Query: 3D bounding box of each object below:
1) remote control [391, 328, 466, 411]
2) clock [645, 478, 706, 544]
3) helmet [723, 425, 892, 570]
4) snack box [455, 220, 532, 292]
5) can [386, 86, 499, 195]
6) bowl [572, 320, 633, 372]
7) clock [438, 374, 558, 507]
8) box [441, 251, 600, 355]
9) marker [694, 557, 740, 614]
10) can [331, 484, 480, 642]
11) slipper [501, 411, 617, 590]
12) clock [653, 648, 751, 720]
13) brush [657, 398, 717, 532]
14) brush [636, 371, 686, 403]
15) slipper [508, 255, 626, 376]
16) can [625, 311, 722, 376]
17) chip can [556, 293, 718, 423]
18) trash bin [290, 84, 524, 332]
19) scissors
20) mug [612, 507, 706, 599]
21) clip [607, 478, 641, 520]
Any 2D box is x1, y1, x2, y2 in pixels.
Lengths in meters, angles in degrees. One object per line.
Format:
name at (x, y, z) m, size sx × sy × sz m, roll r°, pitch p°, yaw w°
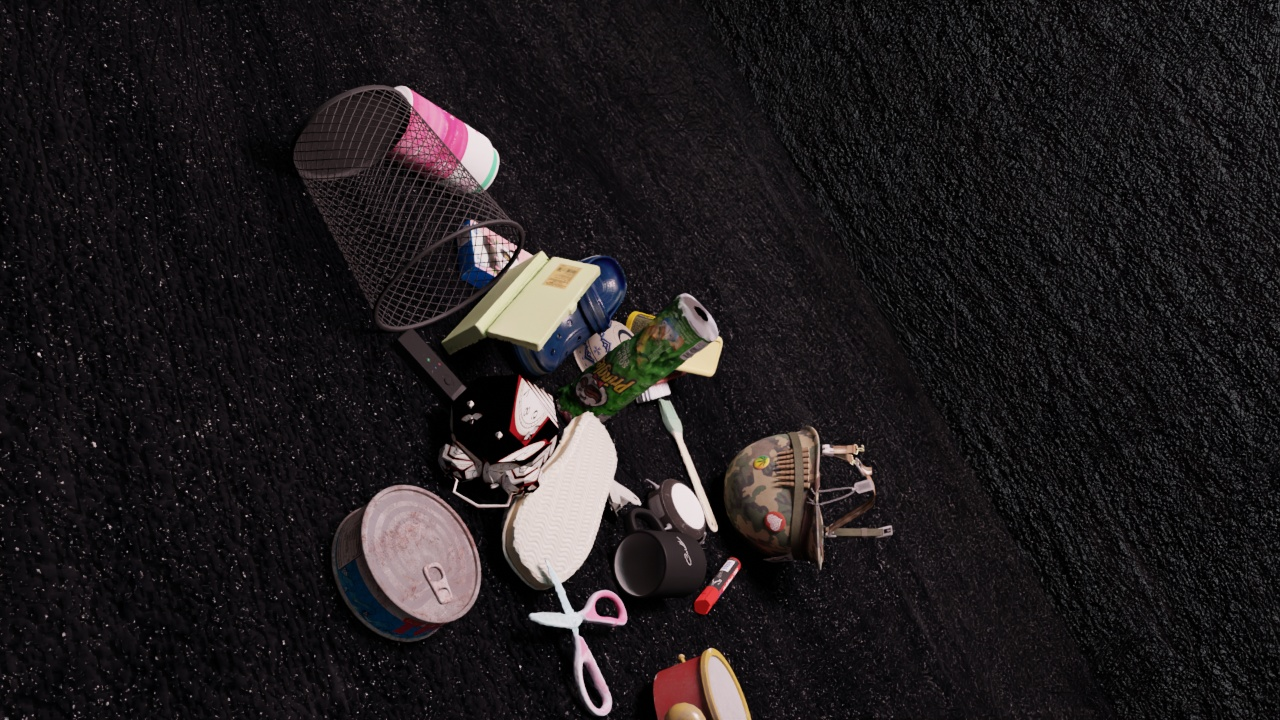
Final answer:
remote control at (-0.213, 0.029, 1.014) m, size 0.150 × 0.013 × 0.034 m, roll 50°, pitch 26°, yaw -11°
clock at (0.054, 0.204, 1.231) m, size 0.122 × 0.044 × 0.091 m, roll 25°, pitch 38°, yaw -47°
helmet at (0.244, 0.203, 1.348) m, size 0.224 × 0.236 × 0.193 m, roll -109°, pitch -175°, yaw -51°
snack box at (-0.178, -0.118, 1.232) m, size 0.154 × 0.033 × 0.087 m, roll 28°, pitch 38°, yaw -44°
can at (-0.271, -0.284, 1.205) m, size 0.165 × 0.088 × 0.088 m, roll 25°, pitch 39°, yaw -47°
bowl at (-0.038, -0.009, 1.313) m, size 0.115 × 0.059 × 0.115 m, roll 40°, pitch 29°, yaw -28°
clock at (-0.147, 0.082, 0.952) m, size 0.114 × 0.065 × 0.154 m, roll 15°, pitch 51°, yaw -3°
box at (-0.142, -0.072, 1.096) m, size 0.187 × 0.141 × 0.048 m, roll -57°, pitch 141°, yaw -49°
marker at (0.106, 0.299, 1.231) m, size 0.021 × 0.024 × 0.144 m, roll 50°, pitch 25°, yaw 7°
can at (-0.205, 0.178, 0.811) m, size 0.130 × 0.044 × 0.129 m, roll 40°, pitch 29°, yaw -28°
slipper at (-0.089, 0.152, 1.033) m, size 0.114 × 0.054 × 0.271 m, roll 53°, pitch 30°, yaw -13°
clock at (0.058, 0.386, 0.971) m, size 0.117 × 0.081 × 0.158 m, roll 61°, pitch 14°, yaw -13°
brush at (0.071, 0.154, 1.364) m, size 0.033 × 0.012 × 0.217 m, roll 15°, pitch 47°, yaw -54°
brush at (0.034, 0.040, 1.413) m, size 0.172 × 0.041 × 0.030 m, roll -15°, pitch 90°, yaw -66°
slipper at (-0.084, -0.075, 1.215) m, size 0.252 × 0.095 × 0.105 m, roll -48°, pitch 121°, yaw -49°
can at (0.050, -0.022, 1.410) m, size 0.130 × 0.101 × 0.072 m, roll 12°, pitch 94°, yaw -55°
chip can at (-0.006, 0.006, 1.157) m, size 0.075 × 0.224 × 0.075 m, roll 41°, pitch 26°, yaw -25°
trash bin at (-0.261, -0.170, 0.996) m, size 0.210 × 0.184 × 0.183 m, roll 54°, pitch 25°, yaw 11°
scissors at (-0.059, 0.284, 0.932) m, size 0.170 × 0.014 × 0.167 m, roll 30°, pitch 48°, yaw -55°
mug at (0.017, 0.229, 1.099) m, size 0.088 × 0.078 × 0.113 m, roll 18°, pitch 40°, yaw -52°
clip at (-0.032, 0.170, 1.131) m, size 0.054 × 0.041 × 0.101 m, roll 48°, pitch 6°, yaw -22°
